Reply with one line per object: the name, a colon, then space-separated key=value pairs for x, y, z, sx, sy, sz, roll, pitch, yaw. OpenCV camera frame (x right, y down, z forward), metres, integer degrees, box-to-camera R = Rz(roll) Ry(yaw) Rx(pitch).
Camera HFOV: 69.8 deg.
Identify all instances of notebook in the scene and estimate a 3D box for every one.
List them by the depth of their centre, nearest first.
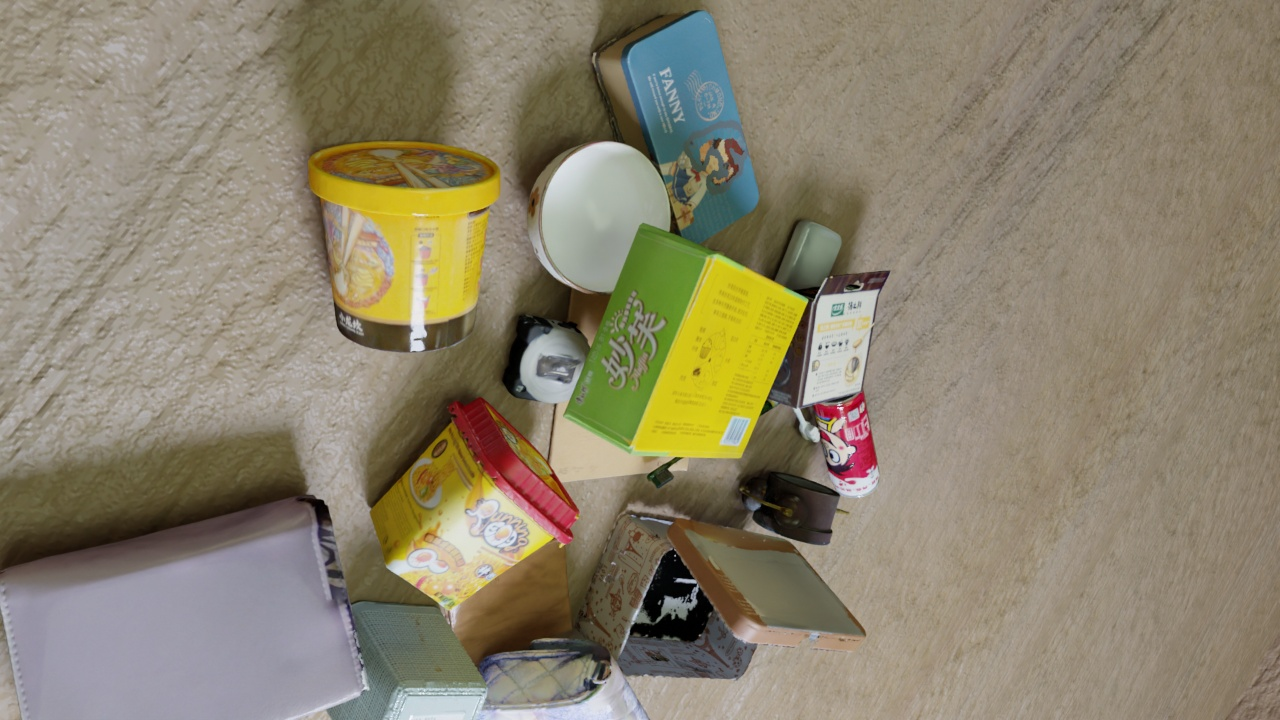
notebook: x=-0.005 y=0.005 z=0.806 sx=0.149 sy=0.012 sz=0.212 roll=-2 pitch=109 yaw=-34

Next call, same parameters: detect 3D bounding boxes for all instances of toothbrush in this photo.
toothbrush: x=0.079 y=0.073 z=0.875 sx=0.185 sy=0.017 sz=0.012 roll=-28 pitch=153 yaw=-32
toothbrush: x=0.145 y=0.026 z=0.897 sx=0.016 sy=0.016 sz=0.180 roll=-50 pitch=135 yaw=-18

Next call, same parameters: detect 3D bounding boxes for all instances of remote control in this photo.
remote control: x=0.149 y=-0.065 z=0.881 sx=0.055 sy=0.020 sz=0.136 roll=15 pitch=99 yaw=-38

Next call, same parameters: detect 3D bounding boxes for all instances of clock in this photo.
clock: x=0.151 y=0.148 z=0.928 sx=0.121 sy=0.082 sz=0.055 roll=15 pitch=94 yaw=-39

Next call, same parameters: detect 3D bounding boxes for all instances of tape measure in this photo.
tape measure: x=-0.072 y=0.000 z=0.736 sx=0.066 sy=0.033 sz=0.066 roll=8 pitch=105 yaw=-27

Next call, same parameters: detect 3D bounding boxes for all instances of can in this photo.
can: x=0.217 y=0.080 z=0.965 sx=0.053 sy=0.053 sz=0.133 roll=-33 pitch=124 yaw=-21

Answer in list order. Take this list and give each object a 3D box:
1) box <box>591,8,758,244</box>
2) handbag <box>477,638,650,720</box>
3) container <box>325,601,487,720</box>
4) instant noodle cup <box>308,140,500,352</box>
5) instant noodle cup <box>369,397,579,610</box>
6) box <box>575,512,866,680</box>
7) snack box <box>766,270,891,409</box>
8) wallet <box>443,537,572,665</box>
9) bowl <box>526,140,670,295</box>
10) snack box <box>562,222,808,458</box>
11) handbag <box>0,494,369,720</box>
box: x=0.028 y=-0.187 z=0.724 sx=0.089 sy=0.060 sz=0.184 roll=-36 pitch=127 yaw=-20
handbag: x=-0.059 y=0.323 z=0.813 sx=0.075 sy=0.134 sz=0.194 roll=-79 pitch=155 yaw=-46
container: x=-0.184 y=0.256 z=0.712 sx=0.089 sy=0.111 sz=0.090 roll=17 pitch=98 yaw=-38
instant noodle cup: x=-0.154 y=-0.075 z=0.606 sx=0.118 sy=0.118 sz=0.115 roll=-11 pitch=122 yaw=-32
instant noodle cup: x=-0.131 y=0.112 z=0.701 sx=0.123 sy=0.116 sz=0.116 roll=-41 pitch=128 yaw=-1
box: x=0.081 y=0.236 z=0.840 sx=0.183 sy=0.193 sz=0.157 roll=18 pitch=98 yaw=-38
snack box: x=0.175 y=-0.025 z=0.862 sx=0.113 sy=0.053 sz=0.126 roll=-9 pitch=110 yaw=-45
wallet: x=-0.115 y=0.210 z=0.804 sx=0.115 sy=0.020 sz=0.101 roll=-15 pitch=115 yaw=-27
bowl: x=-0.040 y=-0.109 z=0.698 sx=0.113 sy=0.062 sz=0.113 roll=-8 pitch=105 yaw=-32
snack box: x=0.045 y=-0.007 z=0.737 sx=0.209 sy=0.070 sz=0.158 roll=12 pitch=102 yaw=-60
handbag: x=-0.299 y=0.180 z=0.609 sx=0.196 sy=0.099 sz=0.145 roll=-11 pitch=98 yaw=-31
